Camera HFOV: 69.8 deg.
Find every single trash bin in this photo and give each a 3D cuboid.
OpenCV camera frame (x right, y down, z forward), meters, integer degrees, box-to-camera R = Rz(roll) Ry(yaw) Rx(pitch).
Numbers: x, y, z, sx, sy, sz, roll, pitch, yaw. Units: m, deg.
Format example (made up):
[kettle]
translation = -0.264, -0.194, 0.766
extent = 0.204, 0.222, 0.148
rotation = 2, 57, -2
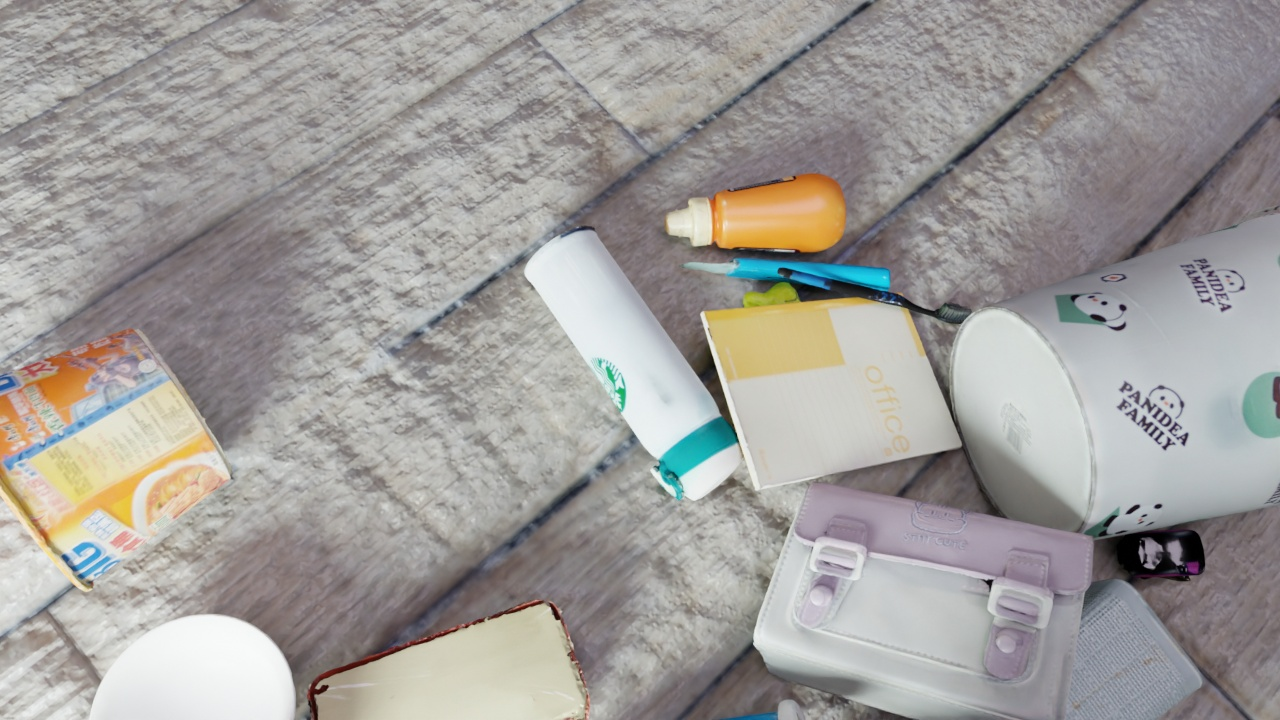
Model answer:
[trash bin]
translation = 0.394, 0.019, 0.691
extent = 0.251, 0.230, 0.229
rotation = -13, 72, -8

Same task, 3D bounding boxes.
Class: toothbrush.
[toothbrush]
translation = 0.200, -0.056, 0.771
extent = 0.189, 0.016, 0.014
rotation = 12, 51, -18

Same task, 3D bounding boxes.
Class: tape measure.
[tape measure]
translation = 0.413, 0.155, 0.725
extent = 0.058, 0.057, 0.039
rotation = -4, 75, 5

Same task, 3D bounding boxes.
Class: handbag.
[handbag]
translation = 0.195, 0.166, 0.630
extent = 0.197, 0.098, 0.144
rotation = 8, 53, 26

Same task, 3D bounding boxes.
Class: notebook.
[notebook]
translation = 0.155, 0.018, 0.732
extent = 0.206, 0.010, 0.145
rotation = -6, 70, -28

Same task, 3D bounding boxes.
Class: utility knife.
[utility knife]
translation = 0.124, -0.075, 0.779
extent = 0.185, 0.034, 0.018
rotation = 4, 79, -5

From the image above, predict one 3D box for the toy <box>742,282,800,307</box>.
[toy]
translation = 0.113, -0.014, 0.754
extent = 0.096, 0.031, 0.100
rotation = 41, 65, 6

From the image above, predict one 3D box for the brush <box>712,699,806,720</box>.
[brush]
translation = 0.083, 0.253, 0.492
extent = 0.109, 0.314, 0.060
rotation = -24, 88, 5

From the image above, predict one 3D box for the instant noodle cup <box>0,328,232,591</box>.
[instant noodle cup]
translation = -0.350, 0.056, 0.599
extent = 0.111, 0.152, 0.151
rotation = -34, 78, -28

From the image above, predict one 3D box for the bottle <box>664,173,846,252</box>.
[bottle]
translation = 0.095, -0.121, 0.777
extent = 0.149, 0.067, 0.066
rotation = -5, 71, -3

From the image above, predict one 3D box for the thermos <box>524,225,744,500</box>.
[thermos]
translation = -0.004, 0.004, 0.709
extent = 0.073, 0.073, 0.224
rotation = -31, 78, -18

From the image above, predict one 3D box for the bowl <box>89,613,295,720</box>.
[bowl]
translation = -0.276, 0.225, 0.586
extent = 0.118, 0.065, 0.118
rotation = 3, 70, -8

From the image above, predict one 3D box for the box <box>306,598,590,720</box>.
[box]
translation = -0.121, 0.224, 0.593
extent = 0.168, 0.077, 0.091
rotation = -16, 57, -15

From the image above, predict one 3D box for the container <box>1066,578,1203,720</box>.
[container]
translation = 0.318, 0.229, 0.668
extent = 0.111, 0.090, 0.090
rotation = -30, 77, -15
